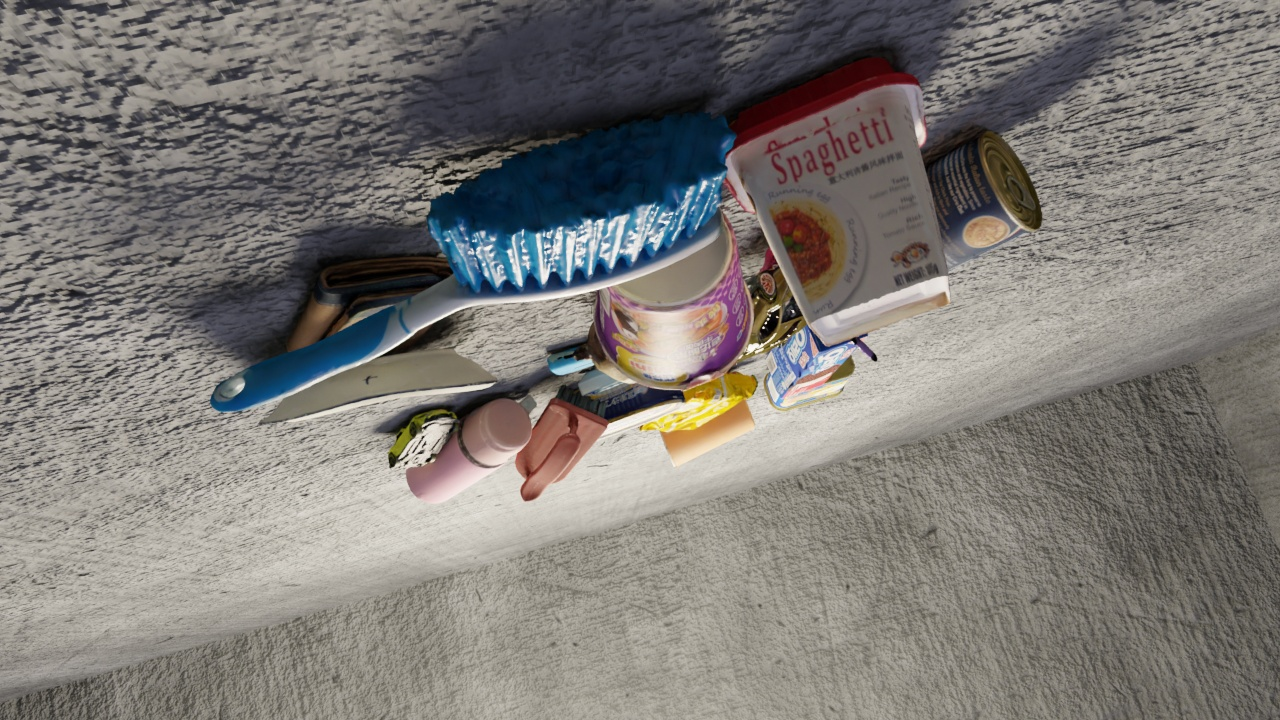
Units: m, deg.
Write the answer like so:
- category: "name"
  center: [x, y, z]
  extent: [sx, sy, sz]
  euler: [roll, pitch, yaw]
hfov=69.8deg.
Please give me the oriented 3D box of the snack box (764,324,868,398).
- category: "snack box"
  center: [0.185, -0.013, 0.997]
  extent: [0.058, 0.057, 0.208]
  euler: [-18, 166, -7]

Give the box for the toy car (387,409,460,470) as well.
- category: "toy car"
  center: [-0.223, 0.077, 0.932]
  extent: [0.048, 0.032, 0.105]
  euler: [-4, 150, -41]

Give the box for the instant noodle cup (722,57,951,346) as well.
- category: "instant noodle cup"
  center: [0.117, -0.082, 0.518]
  extent: [0.116, 0.124, 0.116]
  euler: [-21, 165, 16]

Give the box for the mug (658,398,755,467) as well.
- category: "mug"
  center: [0.088, 0.087, 1.235]
  extent: [0.123, 0.078, 0.078]
  euler: [-21, 166, 2]

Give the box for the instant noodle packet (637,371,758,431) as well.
- category: "instant noodle packet"
  center: [0.067, 0.049, 1.124]
  extent: [0.110, 0.044, 0.129]
  euler: [0, 156, -45]

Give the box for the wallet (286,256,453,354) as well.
- category: "wallet"
  center: [-0.171, -0.030, 0.587]
  extent: [0.090, 0.033, 0.116]
  euler: [-8, 167, -34]

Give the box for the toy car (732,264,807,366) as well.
- category: "toy car"
  center: [0.112, -0.043, 0.734]
  extent: [0.070, 0.042, 0.158]
  euler: [-21, 161, -25]

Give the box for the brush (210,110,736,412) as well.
- category: "brush"
  center: [-0.098, -0.045, 0.493]
  extent: [0.314, 0.060, 0.110]
  euler: [-17, 151, -5]

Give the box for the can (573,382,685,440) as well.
- category: "can"
  center: [-0.024, 0.048, 1.006]
  extent: [0.148, 0.049, 0.074]
  euler: [-21, 165, 18]

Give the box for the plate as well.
- category: "plate"
  center: [-0.190, 0.017, 0.679]
  extent: [0.164, 0.034, 0.164]
  euler: [-11, 180, -11]

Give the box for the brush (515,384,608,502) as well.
- category: "brush"
  center: [-0.090, 0.093, 0.951]
  extent: [0.063, 0.069, 0.146]
  euler: [25, 137, -12]

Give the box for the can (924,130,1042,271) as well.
- category: "can"
  center: [0.214, -0.102, 0.654]
  extent: [0.075, 0.075, 0.111]
  euler: [-1, 160, -46]

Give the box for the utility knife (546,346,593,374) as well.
- category: "utility knife"
  center: [0.004, -0.020, 0.846]
  extent: [0.182, 0.018, 0.034]
  euler: [-17, 165, -4]

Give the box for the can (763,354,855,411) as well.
- category: "can"
  center: [0.210, 0.018, 1.143]
  extent: [0.102, 0.057, 0.083]
  euler: [-16, 163, -4]

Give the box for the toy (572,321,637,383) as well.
- category: "toy"
  center: [0.014, -0.026, 0.740]
  extent: [0.105, 0.066, 0.156]
  euler: [-20, -177, 39]

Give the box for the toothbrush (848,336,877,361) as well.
- category: "toothbrush"
  center: [0.177, -0.038, 0.856]
  extent: [0.017, 0.014, 0.189]
  euler: [-12, 149, 37]

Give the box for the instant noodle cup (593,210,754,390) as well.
- category: "instant noodle cup"
  center: [0.019, -0.050, 0.586]
  extent: [0.111, 0.111, 0.099]
  euler: [-16, 157, -3]

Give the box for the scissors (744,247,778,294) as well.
- category: "scissors"
  center: [0.101, -0.069, 0.732]
  extent: [0.133, 0.017, 0.134]
  euler: [-22, 162, -34]

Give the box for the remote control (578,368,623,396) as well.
- category: "remote control"
  center: [-0.005, 0.005, 0.890]
  extent: [0.125, 0.024, 0.048]
  euler: [-21, 179, 38]

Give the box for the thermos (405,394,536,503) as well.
- category: "thermos"
  center: [-0.180, 0.092, 0.987]
  extent: [0.199, 0.067, 0.087]
  euler: [-35, -171, 47]
